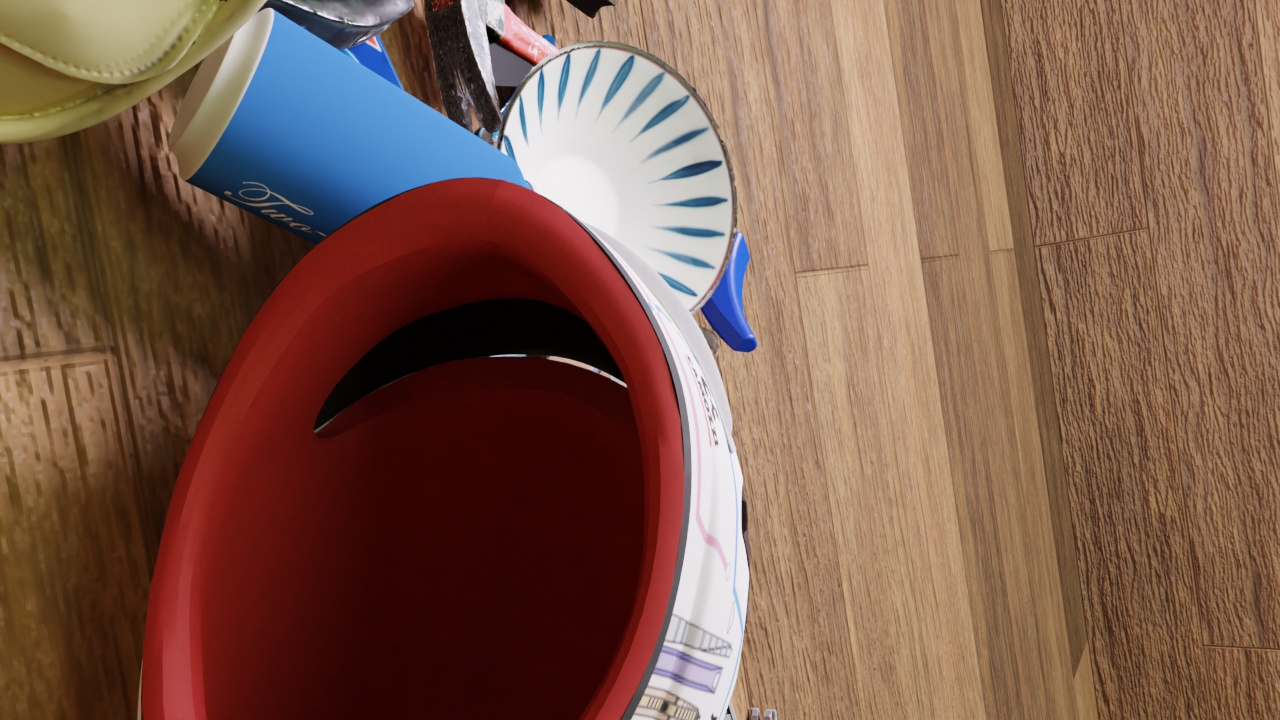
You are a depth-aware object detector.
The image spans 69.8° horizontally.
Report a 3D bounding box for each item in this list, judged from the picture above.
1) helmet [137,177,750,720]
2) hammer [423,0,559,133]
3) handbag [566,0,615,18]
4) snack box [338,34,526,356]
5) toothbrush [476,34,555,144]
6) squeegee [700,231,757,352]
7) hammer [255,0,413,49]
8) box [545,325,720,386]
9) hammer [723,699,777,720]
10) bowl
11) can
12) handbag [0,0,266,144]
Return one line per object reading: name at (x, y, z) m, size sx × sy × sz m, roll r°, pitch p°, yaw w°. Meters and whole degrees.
helmet at (-0.070, 0.102, 0.402) m, size 0.236 × 0.231 × 0.314 m, roll 54°, pitch 51°, yaw -76°
hammer at (-0.037, -0.188, 0.672) m, size 0.325 × 0.036 × 0.140 m, roll 14°, pitch 71°, yaw -60°
handbag at (-0.058, -0.327, 0.629) m, size 0.084 × 0.028 × 0.178 m, roll 15°, pitch 62°, yaw -55°
snack box at (-0.133, -0.070, 0.504) m, size 0.059 × 0.060 × 0.226 m, roll -45°, pitch 121°, yaw -46°
toothbrush at (-0.083, -0.190, 0.639) m, size 0.021 × 0.016 × 0.132 m, roll 58°, pitch 41°, yaw -39°
squeegee at (0.063, -0.080, 0.753) m, size 0.249 × 0.055 × 0.184 m, roll 62°, pitch 11°, yaw -50°
hammer at (-0.222, -0.278, 0.380) m, size 0.333 × 0.033 × 0.132 m, roll 51°, pitch 43°, yaw -21°
box at (-0.005, 0.003, 0.615) m, size 0.215 × 0.096 × 0.105 m, roll -68°, pitch 166°, yaw -51°
hammer at (0.052, 0.239, 0.742) m, size 0.125 × 0.036 × 0.316 m, roll -43°, pitch 121°, yaw -54°
bowl at (-0.027, -0.101, 0.577) m, size 0.177 × 0.071 × 0.177 m, roll 2°, pitch 86°, yaw -36°
can at (-0.124, -0.085, 0.411) m, size 0.146 × 0.079 × 0.078 m, roll 27°, pitch 61°, yaw -36°
handbag at (-0.240, -0.145, 0.261) m, size 0.232 × 0.191 × 0.088 m, roll 36°, pitch 37°, yaw -63°
